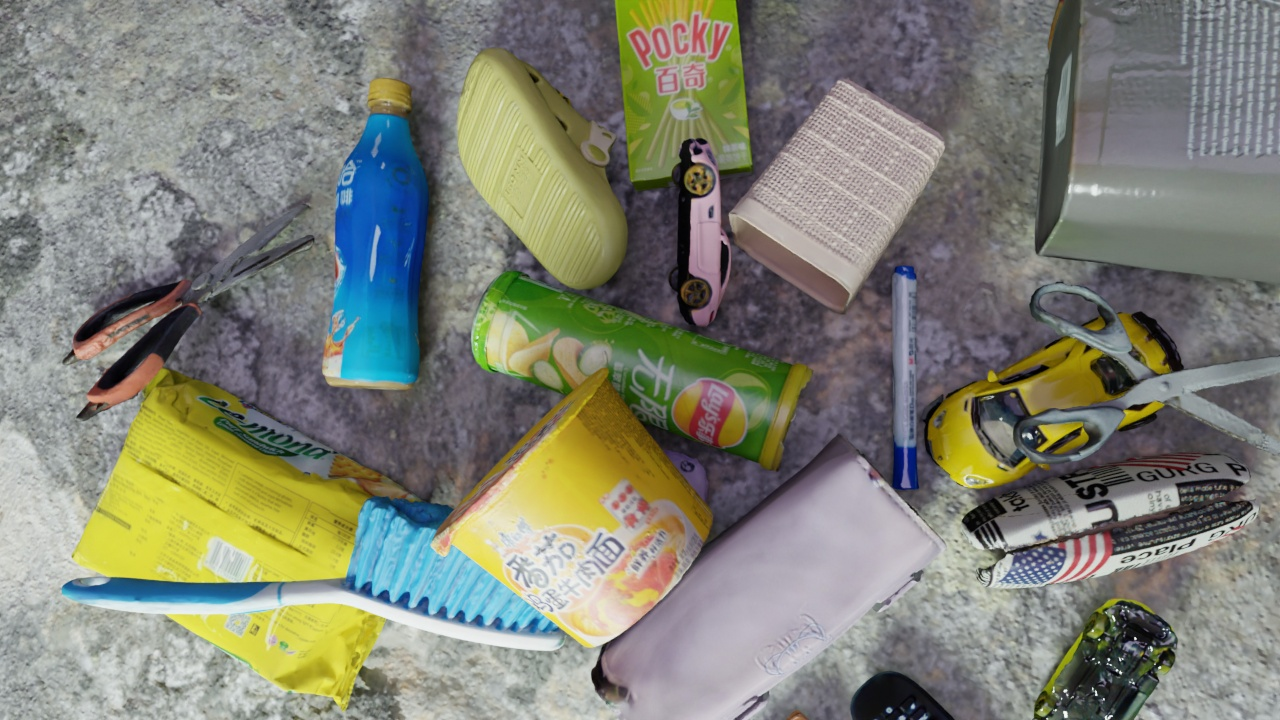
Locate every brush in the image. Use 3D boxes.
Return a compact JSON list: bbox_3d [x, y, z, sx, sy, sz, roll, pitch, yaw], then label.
[{"bbox_3d":[-0.186,0.135,0.584,0.314,0.060,0.109,17,98,-15],"label":"brush"}]

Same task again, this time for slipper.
[{"bbox_3d":[-0.057,-0.129,0.627,0.190,0.081,0.092,56,132,21],"label":"slipper"}]

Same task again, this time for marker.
[{"bbox_3d":[0.172,0.011,0.599,0.017,0.017,0.145,0,86,11],"label":"marker"}]

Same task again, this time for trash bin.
[{"bbox_3d":[0.342,-0.137,0.496,0.220,0.198,0.199,4,86,17],"label":"trash bin"}]

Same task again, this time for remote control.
[{"bbox_3d":[0.187,0.253,0.572,0.053,0.024,0.136,-43,81,3],"label":"remote control"}]

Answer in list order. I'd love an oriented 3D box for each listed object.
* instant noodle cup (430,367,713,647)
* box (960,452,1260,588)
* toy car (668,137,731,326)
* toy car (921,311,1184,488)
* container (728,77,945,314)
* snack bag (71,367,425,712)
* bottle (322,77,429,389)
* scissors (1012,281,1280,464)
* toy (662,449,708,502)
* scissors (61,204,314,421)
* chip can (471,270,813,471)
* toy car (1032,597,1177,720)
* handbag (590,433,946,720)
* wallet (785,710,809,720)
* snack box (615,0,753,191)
[{"bbox_3d":[-0.033,0.090,0.536,0.138,0.138,0.110,-43,95,4],"label":"instant noodle cup"},{"bbox_3d":[0.281,0.107,0.546,0.163,0.075,0.081,-14,92,6],"label":"box"},{"bbox_3d":[0.040,-0.083,0.600,0.037,0.056,0.122,-3,106,-9],"label":"toy car"},{"bbox_3d":[0.254,0.028,0.570,0.156,0.041,0.071,-27,81,9],"label":"toy car"},{"bbox_3d":[0.125,-0.104,0.582,0.090,0.090,0.111,35,89,11],"label":"container"},{"bbox_3d":[-0.279,0.125,0.649,0.246,0.068,0.158,25,91,11],"label":"snack bag"},{"bbox_3d":[-0.183,-0.089,0.649,0.065,0.065,0.218,3,86,11],"label":"bottle"},{"bbox_3d":[0.299,0.013,0.535,0.181,0.014,0.159,-26,75,2],"label":"scissors"},{"bbox_3d":[-0.004,0.077,0.616,0.108,0.039,0.083,24,70,13],"label":"toy"},{"bbox_3d":[-0.339,-0.040,0.678,0.190,0.015,0.221,5,56,31],"label":"scissors"},{"bbox_3d":[-0.004,0.004,0.604,0.221,0.072,0.072,19,89,12],"label":"chip can"},{"bbox_3d":[0.279,0.192,0.557,0.048,0.032,0.105,28,102,11],"label":"toy car"},{"bbox_3d":[0.074,0.137,0.542,0.197,0.145,0.098,-40,77,6],"label":"handbag"},{"bbox_3d":[0.092,0.306,0.583,0.108,0.031,0.132,44,93,8],"label":"wallet"},{"bbox_3d":[0.029,-0.201,0.638,0.086,0.026,0.156,-5,84,9],"label":"snack box"}]
